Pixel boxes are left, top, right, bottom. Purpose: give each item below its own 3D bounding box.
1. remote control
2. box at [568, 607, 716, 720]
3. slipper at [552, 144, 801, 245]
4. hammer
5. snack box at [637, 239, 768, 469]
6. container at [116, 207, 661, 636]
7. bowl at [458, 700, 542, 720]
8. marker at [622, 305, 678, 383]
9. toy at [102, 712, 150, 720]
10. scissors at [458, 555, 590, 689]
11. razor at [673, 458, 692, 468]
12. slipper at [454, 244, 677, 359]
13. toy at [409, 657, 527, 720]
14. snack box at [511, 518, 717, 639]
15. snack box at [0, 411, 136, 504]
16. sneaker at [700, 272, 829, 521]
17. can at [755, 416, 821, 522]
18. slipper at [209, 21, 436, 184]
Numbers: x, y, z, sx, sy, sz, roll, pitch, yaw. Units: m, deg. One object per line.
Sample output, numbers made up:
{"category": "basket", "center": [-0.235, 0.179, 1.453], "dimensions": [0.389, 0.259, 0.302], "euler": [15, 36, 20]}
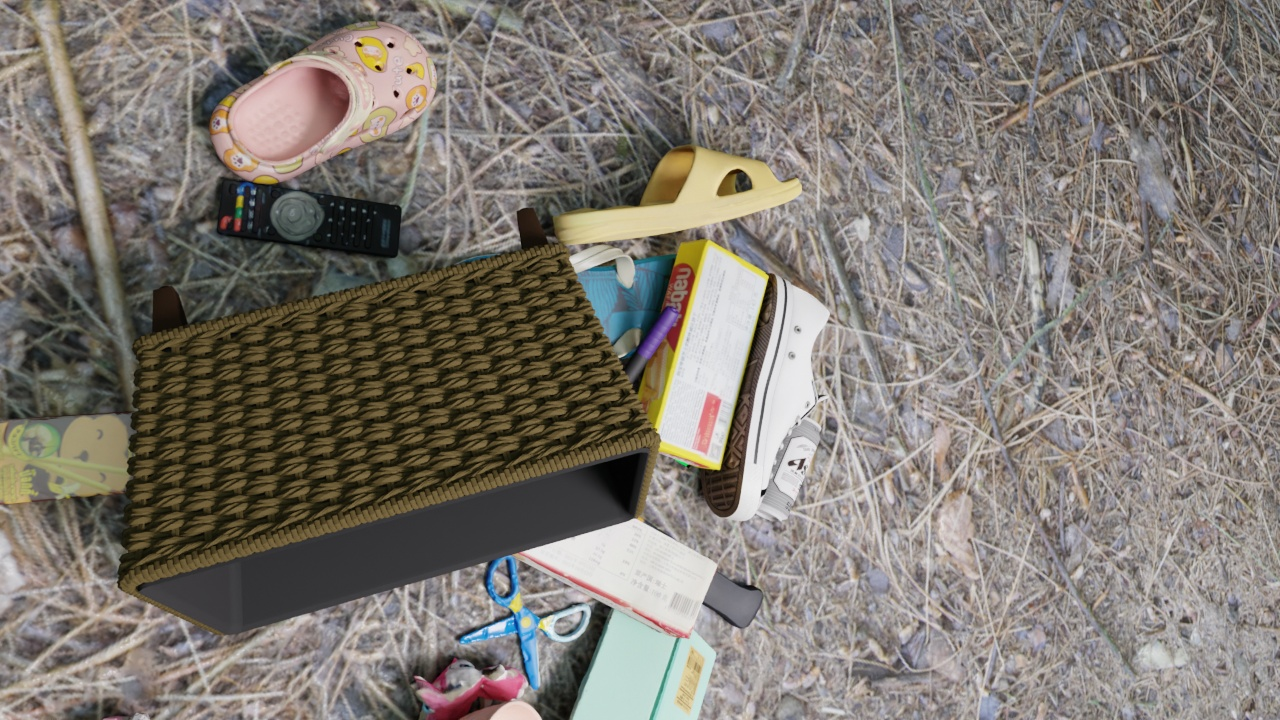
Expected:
{"category": "remote control", "center": [-0.270, -0.115, 0.755], "dimensions": [0.140, 0.021, 0.045], "euler": [6, 82, -22]}
{"category": "box", "center": [0.003, 0.317, 0.823], "dimensions": [0.138, 0.055, 0.186], "euler": [34, 54, -17]}
{"category": "slipper", "center": [0.039, -0.164, 0.872], "dimensions": [0.262, 0.099, 0.078], "euler": [-15, 103, -23]}
{"category": "hammer", "center": [-0.002, 0.159, 0.865], "dimensions": [0.312, 0.035, 0.139], "euler": [36, 75, -21]}
{"category": "snack box", "center": [0.056, -0.005, 0.868], "dimensions": [0.092, 0.042, 0.200], "euler": [23, 77, -37]}
{"category": "container", "center": [-0.174, 0.037, 0.651], "dimensions": [0.320, 0.177, 0.204], "euler": [-14, 67, -11]}
{"category": "bowl", "center": [-0.133, 0.353, 0.736], "dimensions": [0.152, 0.076, 0.153], "euler": [-9, 90, -70]}
{"category": "marker", "center": [-0.005, 0.005, 0.848], "dimensions": [0.015, 0.018, 0.134], "euler": [33, 109, -4]}
{"category": "toy", "center": [-0.337, 0.327, 0.659], "dimensions": [0.157, 0.067, 0.123], "euler": [24, 94, -4]}
{"category": "scissors", "center": [-0.102, 0.232, 0.822], "dimensions": [0.126, 0.013, 0.125], "euler": [-8, 89, -25]}
{"category": "razor", "center": [0.061, 0.033, 0.913], "dimensions": [0.044, 0.021, 0.144], "euler": [34, 73, -34]}
{"category": "slipper", "center": [-0.043, -0.048, 0.846], "dimensions": [0.294, 0.060, 0.118], "euler": [-8, 94, -27]}
{"category": "toy", "center": [-0.149, 0.278, 0.779], "dimensions": [0.102, 0.050, 0.066], "euler": [-4, 125, -30]}
{"category": "snack box", "center": [-0.061, 0.151, 0.790], "dimensions": [0.273, 0.044, 0.076], "euler": [31, 70, -20]}
{"category": "snack box", "center": [-0.404, 0.069, 0.670], "dimensions": [0.148, 0.026, 0.061], "euler": [-3, 88, -27]}
{"category": "sneaker", "center": [0.134, 0.044, 0.911], "dimensions": [0.097, 0.091, 0.245], "euler": [20, 73, -20]}
{"category": "can", "center": [0.148, 0.110, 0.939], "dimensions": [0.044, 0.044, 0.106], "euler": [32, 73, -21]}
{"category": "slipper", "center": [-0.250, -0.217, 0.737], "dimensions": [0.196, 0.082, 0.093], "euler": [-37, 101, -25]}
